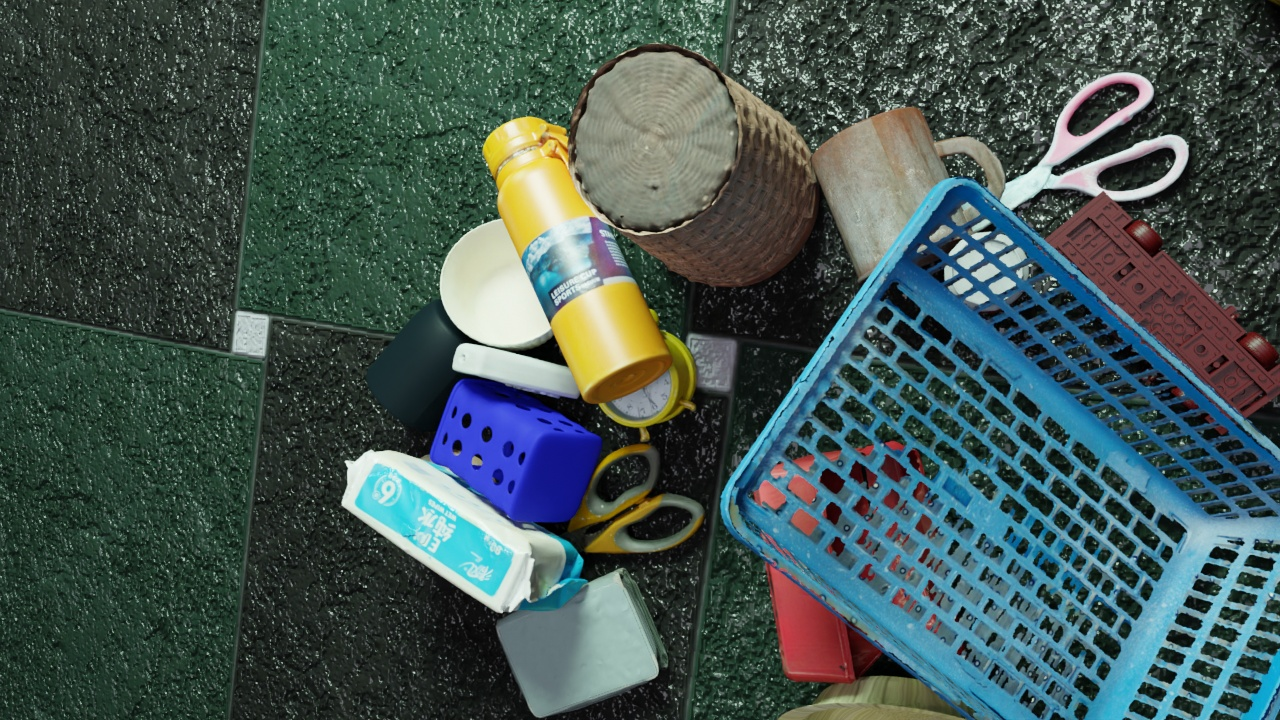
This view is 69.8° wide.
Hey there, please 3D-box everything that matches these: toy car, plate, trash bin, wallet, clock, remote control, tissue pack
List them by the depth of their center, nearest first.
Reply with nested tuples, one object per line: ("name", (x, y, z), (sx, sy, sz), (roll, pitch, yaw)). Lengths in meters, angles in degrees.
("toy car", (0.354, -0.033, 0.632), (0.070, 0.061, 0.170), (-43, 77, 17))
("plate", (0.194, 0.264, 0.669), (0.185, 0.184, 0.036), (-1, 52, 21))
("trash bin", (0.040, -0.133, 0.672), (0.151, 0.209, 0.151), (1, 92, 22))
("tissue pack", (-0.151, 0.139, 0.767), (0.209, 0.117, 0.066), (28, 87, 21))
("clock", (-0.005, 0.005, 0.773), (0.083, 0.057, 0.118), (-34, 86, 19))
("remote control", (-0.102, 0.010, 0.785), (0.060, 0.114, 0.028), (8, 84, 51))
("wallet", (-0.050, 0.246, 0.803), (0.132, 0.054, 0.100), (-23, 91, 17))

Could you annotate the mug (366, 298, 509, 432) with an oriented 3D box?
("mug", (-0.171, 0.013, 0.833), (0.121, 0.085, 0.095), (40, 106, -13))

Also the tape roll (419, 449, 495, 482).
("tape roll", (-0.180, 0.132, 0.861), (0.094, 0.027, 0.094), (1, 92, 21))

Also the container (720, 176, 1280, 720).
("container", (0.239, 0.098, 0.571), (0.362, 0.089, 0.256), (39, 76, -7))

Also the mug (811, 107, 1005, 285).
("mug", (0.198, -0.126, 0.672), (0.123, 0.096, 0.110), (-25, 87, 27))

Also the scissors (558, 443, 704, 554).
("scissors", (-0.043, 0.164, 0.812), (0.114, 0.016, 0.229), (47, 116, -5))

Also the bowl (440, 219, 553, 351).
("bowl", (-0.110, -0.058, 0.796), (0.115, 0.062, 0.115), (0, 73, 1))

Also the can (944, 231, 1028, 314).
("can", (0.247, -0.060, 0.654), (0.054, 0.096, 0.054), (1, 91, 21))

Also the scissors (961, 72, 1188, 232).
("scissors", (0.307, -0.125, 0.674), (0.179, 0.016, 0.101), (-36, 79, 18))

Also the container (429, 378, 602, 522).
("container", (-0.105, 0.077, 0.782), (0.114, 0.085, 0.084), (27, 100, 39))

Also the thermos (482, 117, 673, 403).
("thermos", (-0.049, -0.088, 0.728), (0.091, 0.076, 0.232), (-28, 73, 7))

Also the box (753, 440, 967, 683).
("box", (0.155, 0.146, 0.680), (0.127, 0.137, 0.157), (-13, 85, 12))

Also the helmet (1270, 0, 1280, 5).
("helmet", (0.461, -0.298, 0.547), (0.240, 0.139, 0.209), (12, 95, 8))
